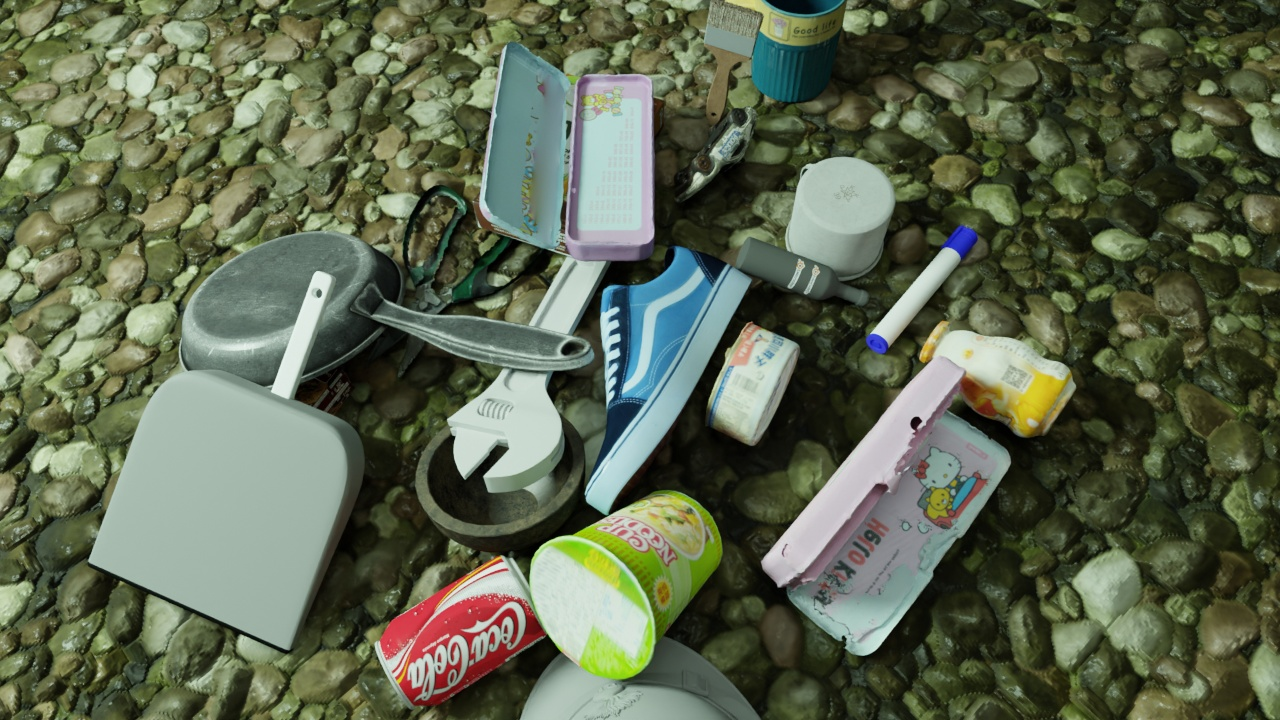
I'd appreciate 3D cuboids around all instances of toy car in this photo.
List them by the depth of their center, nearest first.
[{"bbox_3d":[0.070,-0.183,0.830,0.040,0.049,0.112,40,68,-11],"label":"toy car"}]

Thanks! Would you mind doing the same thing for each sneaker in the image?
[{"bbox_3d":[-0.004,0.004,0.700,0.098,0.084,0.240,28,56,4],"label":"sneaker"}]

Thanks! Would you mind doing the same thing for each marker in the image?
[{"bbox_3d":[0.235,-0.061,0.765,0.020,0.020,0.141,36,68,20],"label":"marker"}]

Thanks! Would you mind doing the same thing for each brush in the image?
[{"bbox_3d":[0.073,-0.258,0.814,0.045,0.143,0.008,19,64,3],"label":"brush"}]

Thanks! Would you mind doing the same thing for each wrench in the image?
[{"bbox_3d":[-0.067,-0.010,0.716,0.087,0.018,0.272,10,47,16],"label":"wrench"}]

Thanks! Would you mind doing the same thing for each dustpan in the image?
[{"bbox_3d":[-0.275,0.057,0.660,0.163,0.033,0.257,21,93,6],"label":"dustpan"}]

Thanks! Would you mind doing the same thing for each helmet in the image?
[{"bbox_3d":[0.014,0.272,0.532,0.183,0.118,0.271,-22,60,-10],"label":"helmet"}]

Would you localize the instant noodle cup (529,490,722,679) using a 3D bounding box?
[{"bbox_3d":[-0.002,0.138,0.609,0.099,0.099,0.107,36,36,20],"label":"instant noodle cup"}]

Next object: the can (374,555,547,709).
[{"bbox_3d":[-0.119,0.183,0.620,0.104,0.064,0.064,-30,63,-13],"label":"can"}]

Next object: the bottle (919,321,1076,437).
[{"bbox_3d":[0.270,0.011,0.700,0.109,0.063,0.063,32,67,22],"label":"bottle"}]

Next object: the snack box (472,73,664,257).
[{"bbox_3d":[-0.060,-0.180,0.829,0.101,0.032,0.185,19,57,13],"label":"snack box"}]

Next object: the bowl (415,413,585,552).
[{"bbox_3d":[-0.097,0.094,0.671,0.121,0.056,0.121,-4,44,3],"label":"bowl"}]

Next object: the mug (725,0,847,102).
[{"bbox_3d":[0.131,-0.310,0.862,0.113,0.107,0.083,3,62,4],"label":"mug"}]

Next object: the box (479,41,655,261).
[{"bbox_3d":[-0.058,-0.178,0.777,0.149,0.049,0.213,12,53,-16],"label":"box"}]

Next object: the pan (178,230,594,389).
[{"bbox_3d":[-0.206,-0.035,0.722,0.357,0.055,0.186,5,45,20],"label":"pan"}]

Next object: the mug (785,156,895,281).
[{"bbox_3d":[0.163,-0.131,0.780,0.084,0.071,0.113,-17,63,-7],"label":"mug"}]

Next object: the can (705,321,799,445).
[{"bbox_3d":[0.084,0.018,0.691,0.043,0.086,0.086,25,64,14],"label":"can"}]

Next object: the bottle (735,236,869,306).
[{"bbox_3d":[0.136,-0.069,0.758,0.113,0.030,0.030,20,62,-8],"label":"bottle"}]

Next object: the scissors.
[{"bbox_3d":[-0.187,-0.078,0.798,0.147,0.015,0.209,36,67,17],"label":"scissors"}]

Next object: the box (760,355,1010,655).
[{"bbox_3d":[0.185,0.103,0.646,0.102,0.087,0.201,41,69,9],"label":"box"}]

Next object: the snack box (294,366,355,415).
[{"bbox_3d":[-0.291,0.058,0.717,0.051,0.032,0.140,25,65,16],"label":"snack box"}]
